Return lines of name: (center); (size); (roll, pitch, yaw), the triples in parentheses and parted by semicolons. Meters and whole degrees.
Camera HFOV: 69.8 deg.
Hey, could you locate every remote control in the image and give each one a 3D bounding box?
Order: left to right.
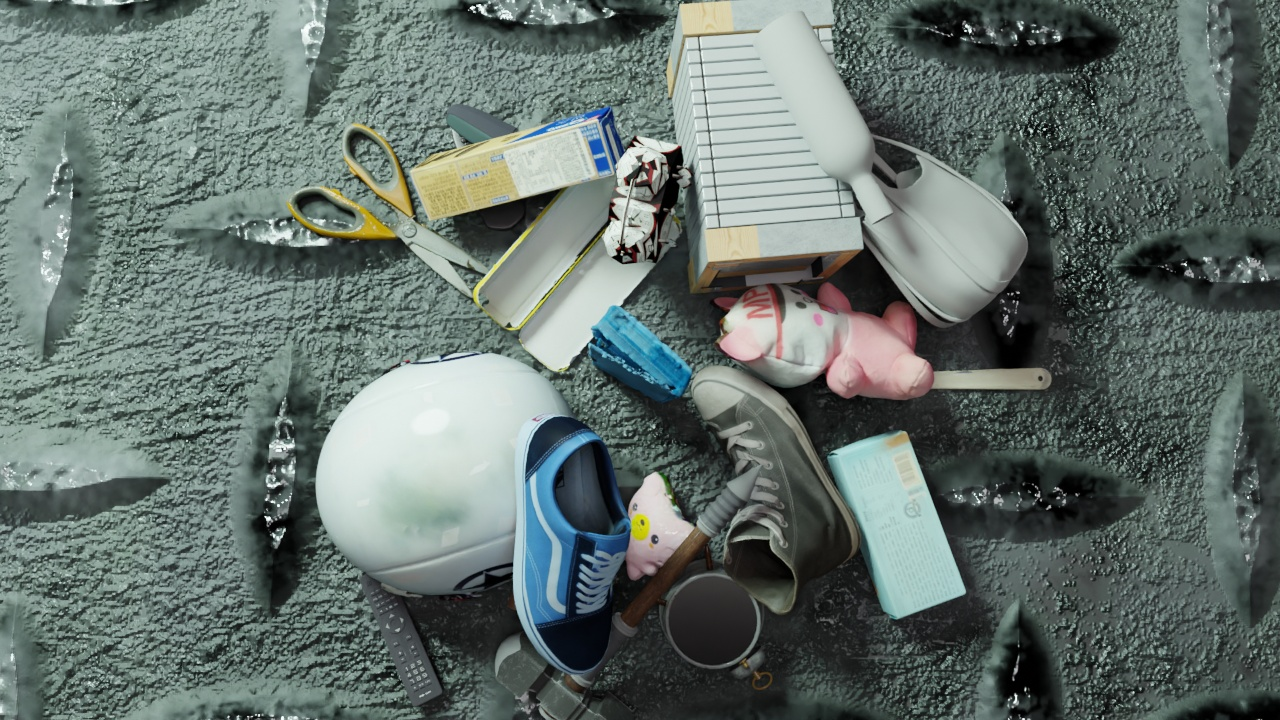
remote control: (-0.234, 0.268, 0.898); (0.032, 0.015, 0.136); (-25, 82, -6)
remote control: (-0.159, -0.195, 0.962); (0.046, 0.009, 0.124); (-20, 84, -5)

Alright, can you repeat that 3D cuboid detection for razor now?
razor: (-0.133, -0.222, 0.944); (0.143, 0.047, 0.052); (29, 47, -3)

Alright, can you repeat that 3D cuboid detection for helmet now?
helmet: (-0.183, 0.104, 0.844); (0.264, 0.164, 0.236); (-13, 81, -1)

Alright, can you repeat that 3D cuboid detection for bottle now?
bottle: (0.168, -0.211, 0.814); (0.052, 0.052, 0.195); (-27, 85, -6)

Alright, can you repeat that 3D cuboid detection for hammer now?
hammer: (0.009, 0.217, 0.849); (0.156, 0.043, 0.323); (39, 103, 2)

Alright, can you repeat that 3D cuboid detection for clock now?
clock: (0.009, -0.146, 0.861); (0.065, 0.154, 0.115); (14, 109, 7)
clock: (0.078, 0.259, 0.894); (0.104, 0.056, 0.148); (-38, 86, 1)

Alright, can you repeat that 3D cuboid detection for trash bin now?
trash bin: (0.115, -0.206, 0.910); (0.142, 0.142, 0.246); (-5, 83, -4)

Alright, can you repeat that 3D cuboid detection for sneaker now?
sneaker: (-0.051, 0.167, 0.762); (0.083, 0.098, 0.241); (-15, 109, -33)
sneaker: (0.106, 0.118, 0.876); (0.119, 0.095, 0.235); (-31, 92, -44)

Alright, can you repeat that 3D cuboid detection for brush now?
brush: (0.326, 0.020, 0.961); (0.217, 0.012, 0.033); (-1, 82, -5)

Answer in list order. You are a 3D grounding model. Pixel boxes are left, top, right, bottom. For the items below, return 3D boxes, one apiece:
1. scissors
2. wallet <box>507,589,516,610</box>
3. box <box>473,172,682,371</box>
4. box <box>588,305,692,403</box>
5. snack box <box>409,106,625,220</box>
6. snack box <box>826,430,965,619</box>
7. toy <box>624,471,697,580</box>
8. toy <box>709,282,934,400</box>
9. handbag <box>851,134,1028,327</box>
scissors: (-0.246, -0.154, 0.949); (0.225, 0.016, 0.161); (24, 83, 0)
wallet: (-0.074, 0.200, 0.916); (0.087, 0.013, 0.121); (16, 82, 4)
box: (-0.063, -0.101, 0.943); (0.129, 0.039, 0.209); (42, 82, -11)
box: (-0.005, 0.005, 0.835); (0.093, 0.231, 0.048); (43, 86, 0)
snack box: (-0.118, -0.191, 0.896); (0.207, 0.057, 0.056); (-10, 114, 19)
snack box: (0.254, 0.162, 0.918); (0.075, 0.053, 0.174); (-19, 83, -5)
toy: (0.013, 0.169, 0.900); (0.093, 0.050, 0.102); (-46, 43, 14)
toy: (0.174, -0.018, 0.906); (0.213, 0.084, 0.141); (10, 39, -4)
handbag: (0.278, -0.151, 0.925); (0.222, 0.096, 0.215); (45, 43, 6)
